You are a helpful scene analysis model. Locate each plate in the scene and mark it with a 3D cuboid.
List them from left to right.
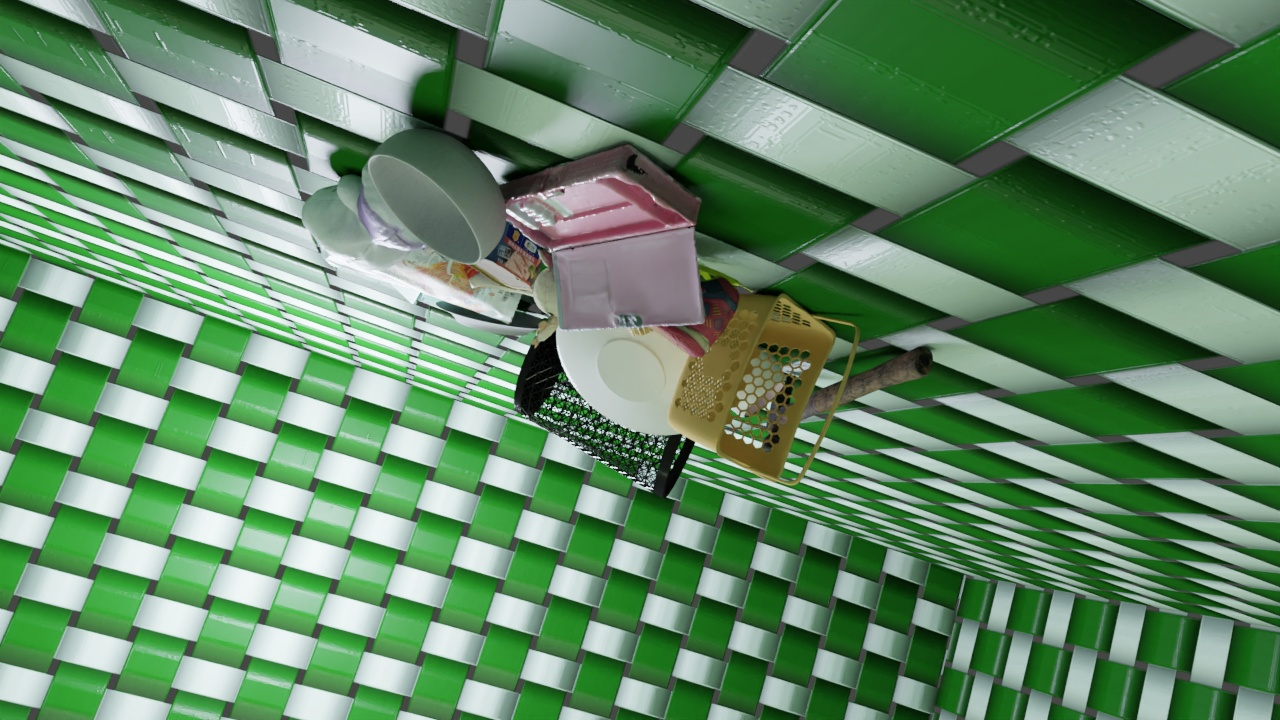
[{"bbox_3d":[-0.216,-0.059,1.353,0.173,0.019,0.172,12,-170,-2],"label":"plate"},{"bbox_3d":[-0.007,0.006,1.125,0.230,0.030,0.230,14,127,18],"label":"plate"}]

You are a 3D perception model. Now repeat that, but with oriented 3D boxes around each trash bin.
[{"bbox_3d":[-0.035,0.048,1.313,0.243,0.216,0.217,22,170,10],"label":"trash bin"}]

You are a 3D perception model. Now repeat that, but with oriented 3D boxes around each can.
[{"bbox_3d":[-0.150,-0.121,1.026,0.054,0.059,0.099,10,167,33],"label":"can"}]

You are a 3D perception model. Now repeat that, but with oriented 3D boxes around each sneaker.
[{"bbox_3d":[0.011,-0.084,0.944,0.242,0.091,0.116,34,176,45],"label":"sneaker"}]

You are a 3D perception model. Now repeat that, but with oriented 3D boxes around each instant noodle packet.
[{"bbox_3d":[-0.285,-0.122,1.195,0.269,0.057,0.147,18,146,-10],"label":"instant noodle packet"}]

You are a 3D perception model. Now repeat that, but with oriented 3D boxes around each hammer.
[{"bbox_3d":[0.245,0.034,1.127,0.033,0.119,0.331,20,159,-15],"label":"hammer"}]

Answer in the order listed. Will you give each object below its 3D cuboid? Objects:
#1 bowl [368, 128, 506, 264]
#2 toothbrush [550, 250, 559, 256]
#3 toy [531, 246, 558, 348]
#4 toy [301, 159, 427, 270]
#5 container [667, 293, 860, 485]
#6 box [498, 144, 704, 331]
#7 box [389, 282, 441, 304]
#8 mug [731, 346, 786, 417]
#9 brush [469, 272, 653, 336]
[{"bbox_3d":[-0.177,-0.158,0.842,0.132,0.064,0.132,32,156,16],"label":"bowl"},{"bbox_3d":[-0.060,-0.091,1.131,0.016,0.017,0.190,10,166,28],"label":"toothbrush"},{"bbox_3d":[-0.093,-0.070,1.001,0.050,0.112,0.087,-2,174,8],"label":"toy"},{"bbox_3d":[-0.293,-0.154,1.035,0.137,0.085,0.210,25,162,-35],"label":"toy"},{"bbox_3d":[0.138,0.028,0.987,0.167,0.183,0.129,18,172,43],"label":"container"},{"bbox_3d":[-0.033,-0.112,0.843,0.234,0.075,0.173,2,128,53],"label":"box"},{"bbox_3d":[-0.311,-0.113,1.346,0.138,0.056,0.187,27,167,-13],"label":"box"},{"bbox_3d":[0.147,0.020,1.203,0.076,0.090,0.123,50,-147,18],"label":"mug"},{"bbox_3d":[-0.082,-0.077,1.073,0.273,0.077,0.061,9,-158,23],"label":"brush"}]
